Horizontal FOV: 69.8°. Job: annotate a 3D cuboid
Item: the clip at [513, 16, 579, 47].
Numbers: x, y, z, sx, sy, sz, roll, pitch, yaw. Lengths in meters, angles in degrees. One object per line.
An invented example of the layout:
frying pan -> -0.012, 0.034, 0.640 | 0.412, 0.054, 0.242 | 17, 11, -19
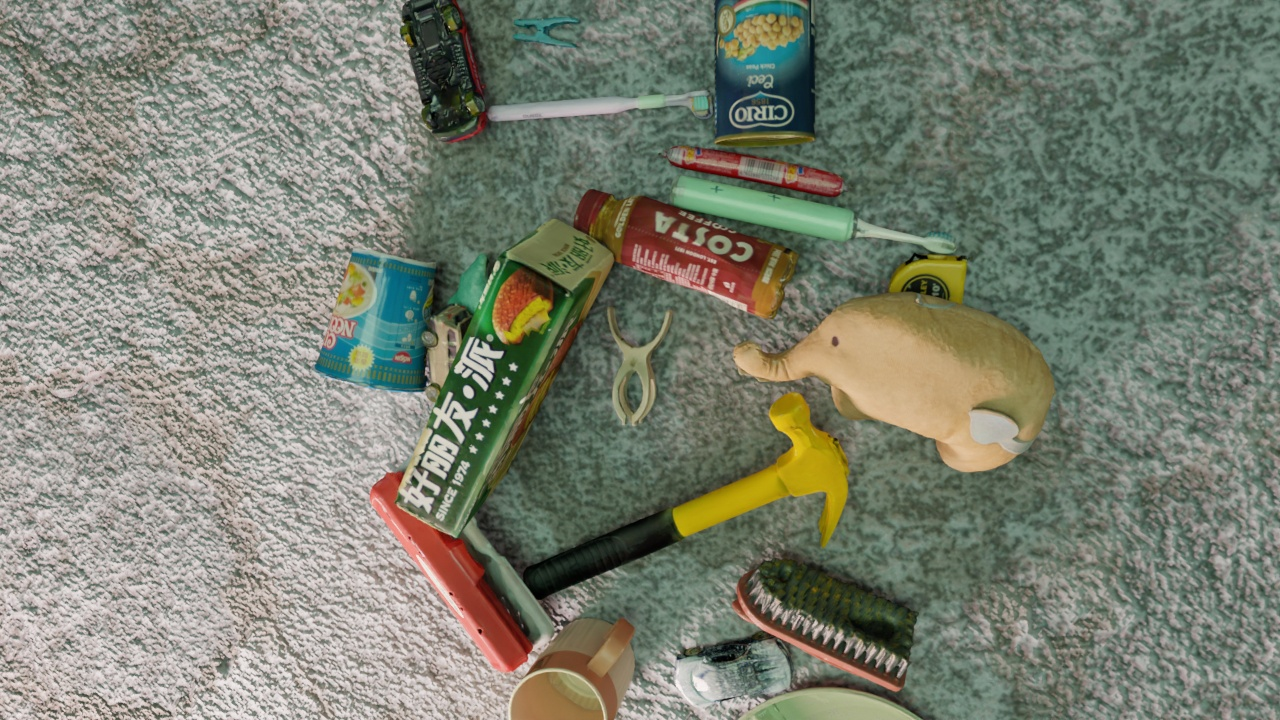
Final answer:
clip -> -0.077, -0.268, 0.746 | 0.056, 0.014, 0.041 | 8, 100, 11

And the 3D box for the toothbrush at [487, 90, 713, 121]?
toothbrush -> -0.036, -0.204, 0.743 | 0.189, 0.029, 0.021 | 1, 58, 15

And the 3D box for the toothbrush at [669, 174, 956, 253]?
toothbrush -> 0.131, -0.111, 0.713 | 0.224, 0.027, 0.026 | 14, 134, 11

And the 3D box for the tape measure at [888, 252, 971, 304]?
tape measure -> 0.218, -0.052, 0.698 | 0.057, 0.028, 0.060 | 4, 111, 13

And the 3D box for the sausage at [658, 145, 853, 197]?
sausage -> 0.089, -0.150, 0.721 | 0.156, 0.020, 0.020 | 13, 101, 11

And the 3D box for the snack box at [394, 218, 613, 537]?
snack box -> -0.108, 0.014, 0.719 | 0.063, 0.114, 0.241 | 30, 115, 1

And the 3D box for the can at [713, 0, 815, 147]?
can -> 0.092, -0.218, 0.681 | 0.075, 0.075, 0.111 | 0, 98, 13

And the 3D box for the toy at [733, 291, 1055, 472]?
toy -> 0.185, 0.005, 0.678 | 0.226, 0.082, 0.144 | 22, 132, 9

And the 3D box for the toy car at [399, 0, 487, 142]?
toy car -> -0.158, -0.239, 0.753 | 0.053, 0.045, 0.120 | -12, 90, 17

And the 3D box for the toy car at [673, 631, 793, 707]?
toy car -> 0.077, 0.266, 0.780 | 0.106, 0.031, 0.049 | -18, 93, 16

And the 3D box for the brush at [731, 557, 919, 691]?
brush -> 0.145, 0.212, 0.741 | 0.146, 0.063, 0.069 | 22, 135, 7

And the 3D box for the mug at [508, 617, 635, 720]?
mug -> -0.045, 0.263, 0.770 | 0.081, 0.105, 0.115 | 38, 105, 5

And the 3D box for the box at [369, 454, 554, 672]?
box -> -0.155, 0.175, 0.806 | 0.068, 0.091, 0.201 | -37, 87, -24

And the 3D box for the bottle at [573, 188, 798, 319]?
bottle -> 0.033, -0.088, 0.723 | 0.175, 0.057, 0.057 | 22, 103, 9

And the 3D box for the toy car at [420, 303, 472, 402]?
toy car -> -0.158, -0.001, 0.772 | 0.035, 0.042, 0.091 | 16, 119, 20

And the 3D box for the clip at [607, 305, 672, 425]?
clip -> 0.001, 0.005, 0.761 | 0.064, 0.034, 0.098 | 6, 91, 14

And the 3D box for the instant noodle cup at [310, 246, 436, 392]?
instant noodle cup -> -0.219, -0.036, 0.779 | 0.099, 0.099, 0.110 | 13, 93, 11

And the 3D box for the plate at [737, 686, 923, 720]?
plate -> 0.168, 0.381, 0.778 | 0.230, 0.027, 0.230 | 2, 99, 14

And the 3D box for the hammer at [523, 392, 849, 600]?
hammer -> 0.031, 0.135, 0.757 | 0.301, 0.032, 0.129 | -26, 113, 21

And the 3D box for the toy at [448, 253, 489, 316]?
toy -> -0.128, -0.030, 0.786 | 0.092, 0.030, 0.097 | 39, 114, 7
